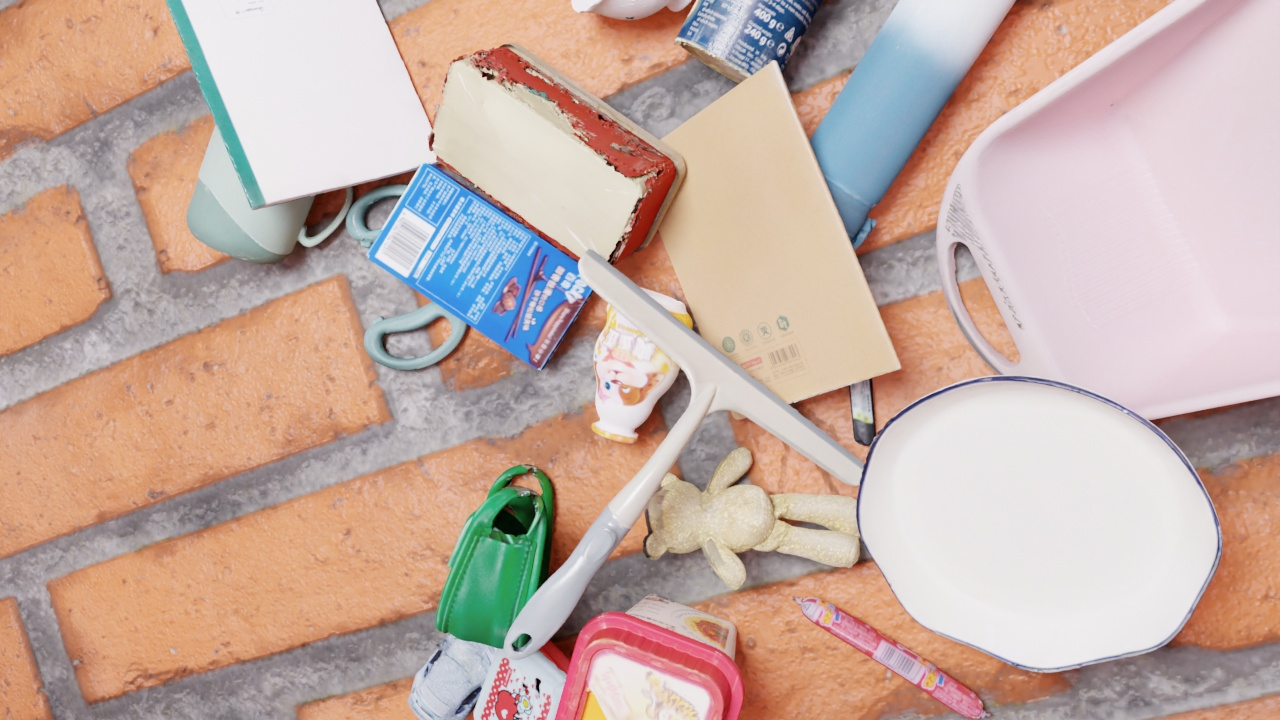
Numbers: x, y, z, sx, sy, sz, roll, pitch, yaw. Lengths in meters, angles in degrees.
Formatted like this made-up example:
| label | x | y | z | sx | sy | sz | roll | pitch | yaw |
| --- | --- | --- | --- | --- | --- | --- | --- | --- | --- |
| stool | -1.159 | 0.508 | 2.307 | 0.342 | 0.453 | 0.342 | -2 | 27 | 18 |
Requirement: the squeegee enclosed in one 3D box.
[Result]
| label | x | y | z | sx | sy | sz | roll | pitch | yaw |
| --- | --- | --- | --- | --- | --- | --- | --- | --- | --- |
| squeegee | -0.010 | 0.094 | 0.593 | 0.246 | 0.039 | 0.246 | 38 | 83 | -3 |

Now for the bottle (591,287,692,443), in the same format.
| label | x | y | z | sx | sy | sz | roll | pitch | yaw |
| --- | --- | --- | --- | --- | --- | --- | --- | --- | --- |
| bottle | -0.004 | 0.004 | 0.661 | 0.063 | 0.063 | 0.108 | 19 | 99 | 13 |

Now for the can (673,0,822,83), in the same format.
| label | x | y | z | sx | sy | sz | roll | pitch | yaw |
| --- | --- | --- | --- | --- | --- | --- | --- | --- | --- |
| can | 0.081 | -0.243 | 0.610 | 0.075 | 0.075 | 0.111 | 32 | 102 | 10 |

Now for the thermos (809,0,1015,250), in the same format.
| label | x | y | z | sx | sy | sz | roll | pitch | yaw |
| --- | --- | --- | --- | --- | --- | --- | --- | --- | --- |
| thermos | 0.167 | -0.172 | 0.601 | 0.070 | 0.070 | 0.221 | 34 | 103 | 10 |

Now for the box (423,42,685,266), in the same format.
| label | x | y | z | sx | sy | sz | roll | pitch | yaw |
| --- | --- | --- | --- | --- | --- | --- | --- | --- | --- |
| box | -0.064 | -0.142 | 0.641 | 0.168 | 0.079 | 0.092 | 36 | 129 | 9 |

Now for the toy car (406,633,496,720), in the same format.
| label | x | y | z | sx | sy | sz | roll | pitch | yaw |
| --- | --- | --- | --- | --- | --- | --- | --- | --- | --- |
| toy car | -0.138 | 0.241 | 0.733 | 0.054 | 0.036 | 0.121 | 39 | 100 | 9 |

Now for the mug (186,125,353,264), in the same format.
| label | x | y | z | sx | sy | sz | roll | pitch | yaw |
| --- | --- | --- | --- | --- | --- | --- | --- | --- | --- |
| mug | -0.288 | -0.131 | 0.723 | 0.111 | 0.082 | 0.106 | 21 | 101 | -20 |

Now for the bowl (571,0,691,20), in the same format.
| label | x | y | z | sx | sy | sz | roll | pitch | yaw |
| --- | --- | --- | --- | --- | --- | --- | --- | --- | --- |
| bowl | 0.010 | -0.277 | 0.625 | 0.064 | 0.118 | 0.118 | 22 | 103 | -27 |

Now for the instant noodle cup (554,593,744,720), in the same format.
| label | x | y | z | sx | sy | sz | roll | pitch | yaw |
| --- | --- | --- | --- | --- | --- | --- | --- | --- | --- |
| instant noodle cup | 0.015 | 0.229 | 0.644 | 0.116 | 0.124 | 0.117 | 18 | 99 | 14 |

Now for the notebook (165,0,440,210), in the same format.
| label | x | y | z | sx | sy | sz | roll | pitch | yaw |
| --- | --- | --- | --- | --- | --- | --- | --- | --- | --- |
| notebook | -0.254 | -0.226 | 0.683 | 0.150 | 0.012 | 0.209 | -22 | 88 | -29 |

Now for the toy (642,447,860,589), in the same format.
| label | x | y | z | sx | sy | sz | roll | pitch | yaw |
| --- | --- | --- | --- | --- | --- | --- | --- | --- | --- |
| toy | 0.080 | 0.116 | 0.655 | 0.157 | 0.066 | 0.105 | 3 | 63 | 11 |

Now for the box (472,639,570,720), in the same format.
| label | x | y | z | sx | sy | sz | roll | pitch | yaw |
| --- | --- | --- | --- | --- | --- | --- | --- | --- | --- |
| box | -0.101 | 0.307 | 0.699 | 0.087 | 0.048 | 0.201 | 32 | 110 | 39 |

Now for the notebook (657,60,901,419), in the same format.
| label | x | y | z | sx | sy | sz | roll | pitch | yaw |
| --- | --- | --- | --- | --- | --- | --- | --- | --- | --- |
| notebook | 0.077 | -0.071 | 0.622 | 0.148 | 0.008 | 0.207 | -24 | 88 | 48 |

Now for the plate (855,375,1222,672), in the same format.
| label | x | y | z | sx | sy | sz | roll | pitch | yaw |
| --- | --- | --- | --- | --- | --- | --- | --- | --- | --- |
| plate | 0.244 | 0.099 | 0.582 | 0.205 | 0.045 | 0.205 | 12 | 116 | 26 |

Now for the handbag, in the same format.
| label | x | y | z | sx | sy | sz | roll | pitch | yaw |
| --- | --- | --- | --- | --- | --- | --- | --- | --- | --- |
| handbag | -0.096 | 0.141 | 0.665 | 0.068 | 0.131 | 0.120 | 16 | 92 | 0 |

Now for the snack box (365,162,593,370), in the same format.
| label | x | y | z | sx | sy | sz | roll | pitch | yaw |
| --- | --- | --- | --- | --- | --- | --- | --- | --- | --- |
| snack box | -0.116 | -0.070 | 0.688 | 0.157 | 0.026 | 0.084 | 34 | 98 | 0 |

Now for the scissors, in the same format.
| label | x | y | z | sx | sy | sz | roll | pitch | yaw |
| --- | --- | --- | --- | --- | --- | --- | --- | --- | --- |
| scissors | -0.162 | -0.054 | 0.722 | 0.174 | 0.019 | 0.178 | 17 | 98 | 10 |

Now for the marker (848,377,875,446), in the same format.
| label | x | y | z | sx | sy | sz | roll | pitch | yaw |
| --- | --- | --- | --- | --- | --- | --- | --- | --- | --- |
| marker | 0.154 | 0.000 | 0.645 | 0.018 | 0.015 | 0.124 | -4 | 97 | 16 |

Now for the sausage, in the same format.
| label | x | y | z | sx | sy | sz | roll | pitch | yaw |
| --- | --- | --- | --- | --- | --- | --- | --- | --- | --- |
| sausage | 0.177 | 0.209 | 0.653 | 0.156 | 0.020 | 0.020 | 30 | 102 | 10 |

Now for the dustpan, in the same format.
| label | x | y | z | sx | sy | sz | roll | pitch | yaw |
| --- | --- | --- | --- | --- | --- | --- | --- | --- | --- |
| dustpan | 0.293 | -0.069 | 0.505 | 0.138 | 0.274 | 0.222 | -24 | 85 | -10 |
